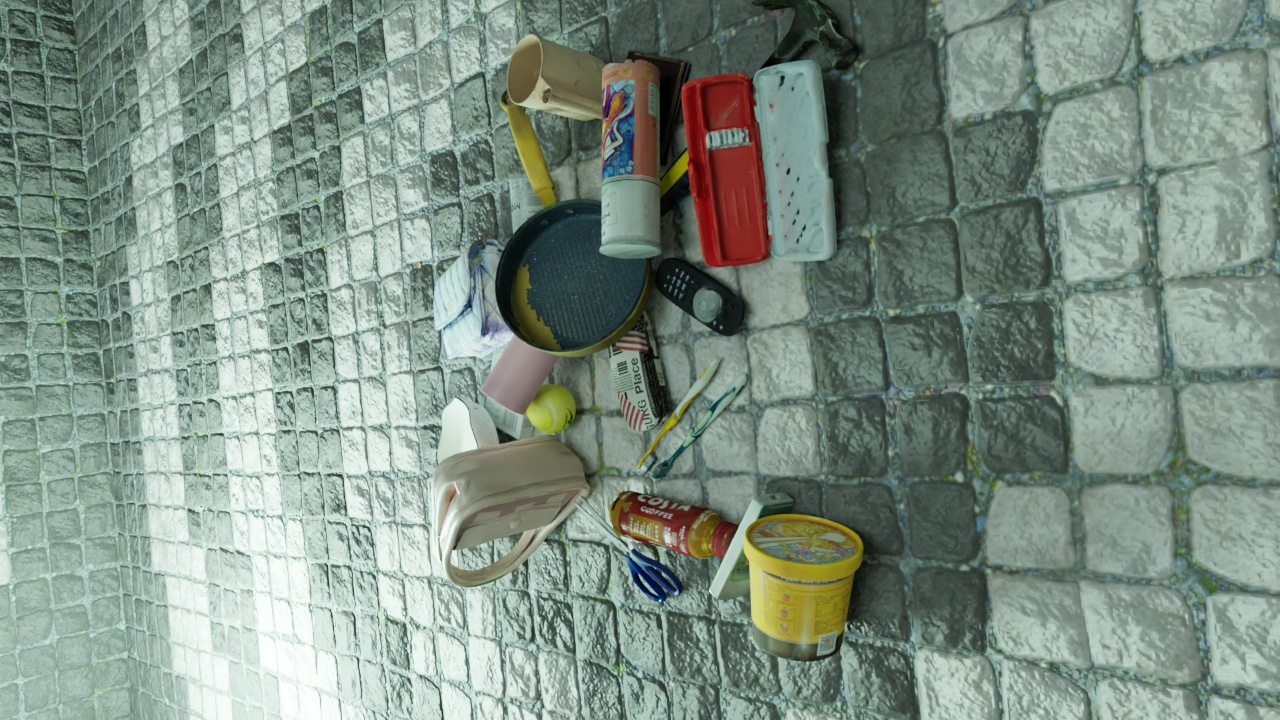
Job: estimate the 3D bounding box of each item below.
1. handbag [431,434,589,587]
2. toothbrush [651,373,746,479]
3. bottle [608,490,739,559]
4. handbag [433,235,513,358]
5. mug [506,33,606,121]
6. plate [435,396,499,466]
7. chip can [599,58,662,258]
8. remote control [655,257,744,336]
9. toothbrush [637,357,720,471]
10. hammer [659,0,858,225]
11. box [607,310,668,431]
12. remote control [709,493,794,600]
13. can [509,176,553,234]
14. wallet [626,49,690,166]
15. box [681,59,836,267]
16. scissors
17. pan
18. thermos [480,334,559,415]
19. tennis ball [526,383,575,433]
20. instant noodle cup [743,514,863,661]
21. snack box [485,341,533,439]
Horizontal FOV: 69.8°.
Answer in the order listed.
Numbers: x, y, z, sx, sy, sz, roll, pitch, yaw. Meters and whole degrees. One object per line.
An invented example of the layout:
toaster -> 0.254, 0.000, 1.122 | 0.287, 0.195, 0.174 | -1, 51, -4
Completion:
handbag -> -0.188, 0.216, 1.219 | 0.093, 0.193, 0.235 | 53, 133, 35
toothbrush -> 0.066, 0.080, 1.076 | 0.192, 0.018, 0.016 | -52, 59, 32
bottle -> 0.042, 0.195, 1.080 | 0.175, 0.057, 0.057 | 6, 97, 42
handbag -> -0.231, -0.079, 1.264 | 0.194, 0.075, 0.134 | -23, 71, 61
mug -> -0.091, -0.334, 1.121 | 0.124, 0.103, 0.084 | 53, 126, 40
plate -> -0.247, 0.153, 1.317 | 0.205, 0.045, 0.205 | 3, 93, 64
chip can -> -0.010, -0.229, 1.050 | 0.071, 0.071, 0.214 | -6, 81, 43
remote control -> 0.071, -0.074, 1.057 | 0.136, 0.024, 0.053 | 38, 116, 33
toothbrush -> 0.046, 0.068, 1.096 | 0.018, 0.016, 0.192 | 45, 122, 19
hammer -> 0.093, -0.264, 1.019 | 0.324, 0.031, 0.126 | -46, 63, 35
box -> -0.004, 0.007, 1.126 | 0.069, 0.052, 0.164 | -15, 83, 30
remote control -> 0.122, 0.206, 1.007 | 0.019, 0.056, 0.135 | 41, 119, 40
can -> -0.141, -0.170, 1.224 | 0.058, 0.058, 0.146 | -3, 91, 43
wallet -> 0.007, -0.305, 1.104 | 0.096, 0.020, 0.122 | 25, 109, 35
box -> 0.125, -0.201, 0.959 | 0.161, 0.058, 0.201 | -1, 106, 26
scissors -> -0.022, 0.234, 1.122 | 0.173, 0.012, 0.133 | 28, 140, 22
pan -> -0.108, -0.175, 1.129 | 0.198, 0.078, 0.357 | -21, 69, 11
thermos -> -0.135, -0.035, 1.175 | 0.087, 0.067, 0.198 | 30, 92, -5
tennis ball -> -0.118, 0.064, 1.214 | 0.066, 0.065, 0.065 | 4, 95, 43
instant noodle cup -> 0.163, 0.232, 0.936 | 0.119, 0.118, 0.114 | 14, 109, 42
snack box -> -0.177, 0.025, 1.292 | 0.085, 0.026, 0.157 | 23, 108, 40
